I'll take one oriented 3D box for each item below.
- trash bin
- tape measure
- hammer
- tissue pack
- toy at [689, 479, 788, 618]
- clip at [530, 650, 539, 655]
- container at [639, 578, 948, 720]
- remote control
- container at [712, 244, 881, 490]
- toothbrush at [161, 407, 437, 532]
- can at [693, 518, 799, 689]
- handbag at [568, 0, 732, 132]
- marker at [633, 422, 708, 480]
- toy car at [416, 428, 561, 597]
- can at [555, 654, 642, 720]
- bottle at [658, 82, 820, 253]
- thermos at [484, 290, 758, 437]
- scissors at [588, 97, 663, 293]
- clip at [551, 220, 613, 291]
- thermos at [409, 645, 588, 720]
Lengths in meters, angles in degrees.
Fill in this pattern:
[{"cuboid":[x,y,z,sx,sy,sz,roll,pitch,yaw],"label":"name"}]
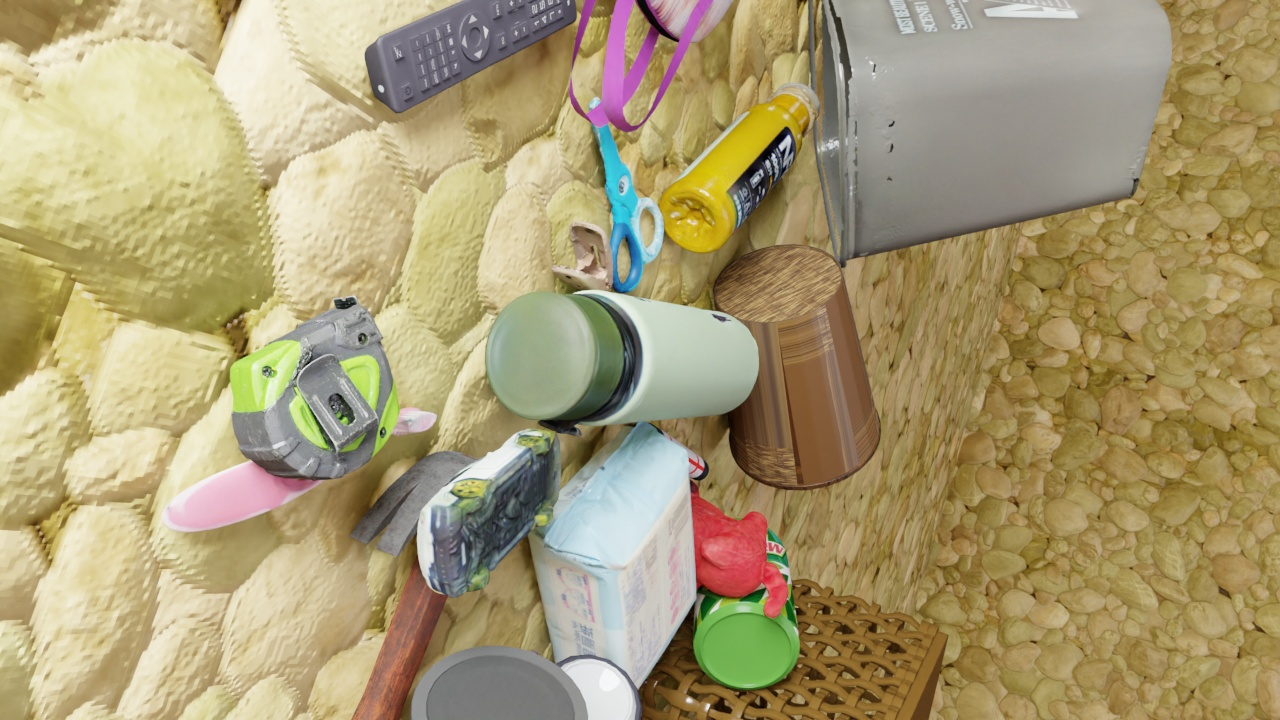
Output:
[{"cuboid":[0.251,-0.202,0.705,0.198,0.220,0.197,76,11,-45],"label":"trash bin"},{"cuboid":[-0.122,0.016,0.356,0.065,0.036,0.059,-46,123,-45],"label":"tape measure"},{"cuboid":[-0.135,0.189,0.449,0.111,0.028,0.300,40,68,-62],"label":"hammer"},{"cuboid":[-0.014,0.143,0.616,0.111,0.070,0.182,-48,145,-42],"label":"tissue pack"},{"cuboid":[0.059,0.162,0.711,0.088,0.133,0.094,-11,123,-50],"label":"toy"},{"cuboid":[-0.066,0.207,0.611,0.014,0.041,0.052,-54,179,-33],"label":"clip"},{"cuboid":[0.126,0.352,0.832,0.250,0.214,0.220,-23,123,-58],"label":"container"},{"cuboid":[-0.071,-0.148,0.407,0.136,0.015,0.032,-47,143,-43],"label":"remote control"},{"cuboid":[0.124,0.002,0.755,0.131,0.132,0.167,-54,141,-36],"label":"container"},{"cuboid":[-0.135,0.042,0.383,0.134,0.016,0.021,-26,112,-57],"label":"toothbrush"},{"cuboid":[0.087,0.200,0.776,0.144,0.083,0.083,-77,172,-70],"label":"can"},{"cuboid":[0.010,-0.201,0.483,0.169,0.068,0.144,-69,154,-8],"label":"handbag"},{"cuboid":[0.022,0.069,0.700,0.145,0.019,0.019,40,68,-61],"label":"marker"},{"cuboid":[-0.071,0.069,0.439,0.105,0.033,0.048,-38,131,-59],"label":"toy car"},{"cuboid":[-0.044,0.244,0.587,0.064,0.064,0.128,-45,161,-45],"label":"can"},{"cuboid":[0.079,-0.145,0.659,0.185,0.053,0.053,-50,145,-40],"label":"bottle"},{"cuboid":[-0.003,0.003,0.554,0.231,0.082,0.082,2,102,-64],"label":"thermos"},{"cuboid":[-0.011,-0.101,0.555,0.066,0.015,0.135,-56,151,-29],"label":"scissors"},{"cuboid":[-0.029,-0.059,0.531,0.060,0.024,0.039,22,87,-74],"label":"clip"},{"cuboid":[-0.090,0.268,0.474,0.082,0.082,0.241,-28,137,-56],"label":"thermos"}]
